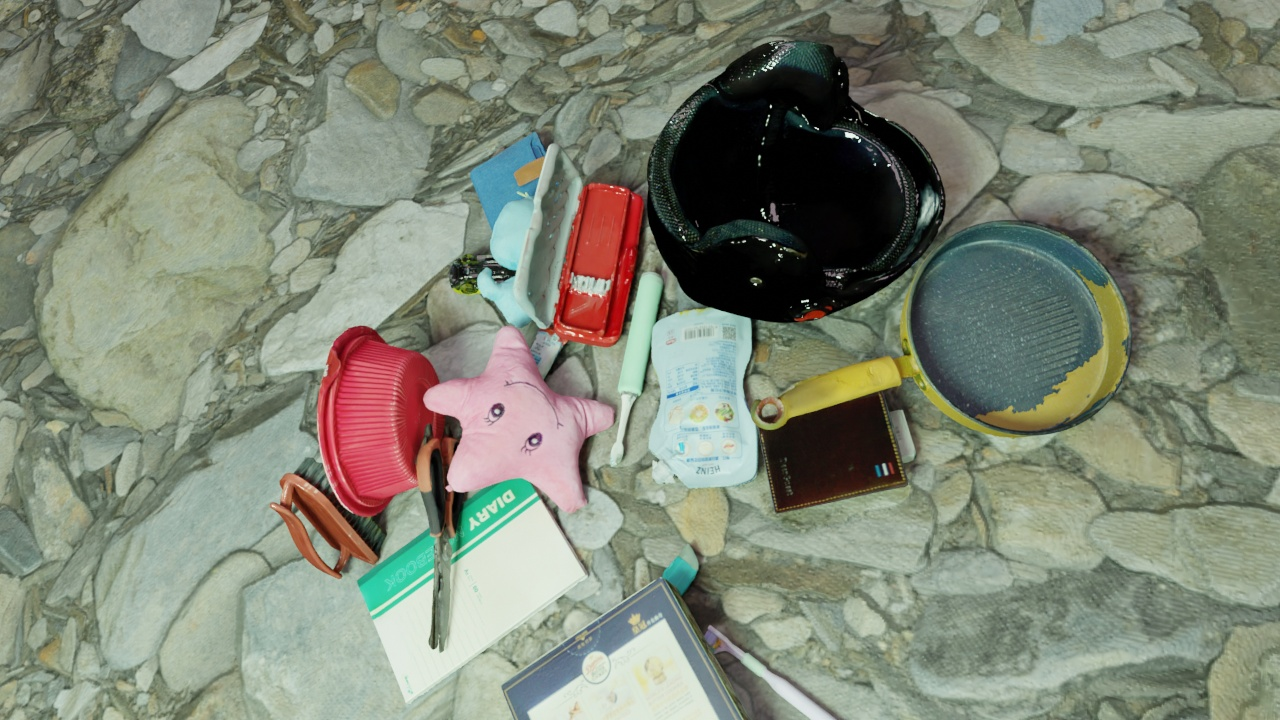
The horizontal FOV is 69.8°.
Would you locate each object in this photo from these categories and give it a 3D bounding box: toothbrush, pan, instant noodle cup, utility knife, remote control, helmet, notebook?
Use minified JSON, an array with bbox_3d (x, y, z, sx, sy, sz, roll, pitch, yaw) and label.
[{"bbox_3d":[-0.006,0.006,0.966,0.026,0.027,0.224,14,64,-7],"label":"toothbrush"},{"bbox_3d":[0.258,-0.005,0.798,0.357,0.078,0.197,-20,76,-5],"label":"pan"},{"bbox_3d":[-0.249,0.059,0.922,0.066,0.194,0.193,-3,61,11],"label":"instant noodle cup"},{"bbox_3d":[0.130,0.286,0.771,0.189,0.029,0.021,30,37,29],"label":"toothbrush"},{"bbox_3d":[-0.001,0.247,0.840,0.029,0.013,0.179,32,80,32],"label":"utility knife"},{"bbox_3d":[0.190,0.083,0.859,0.125,0.024,0.049,-15,59,10],"label":"remote control"},{"bbox_3d":[0.138,-0.149,0.887,0.274,0.230,0.233,12,72,-3],"label":"helmet"},{"bbox_3d":[-0.173,0.217,0.916,0.209,0.012,0.150,-36,56,-3],"label":"notebook"}]

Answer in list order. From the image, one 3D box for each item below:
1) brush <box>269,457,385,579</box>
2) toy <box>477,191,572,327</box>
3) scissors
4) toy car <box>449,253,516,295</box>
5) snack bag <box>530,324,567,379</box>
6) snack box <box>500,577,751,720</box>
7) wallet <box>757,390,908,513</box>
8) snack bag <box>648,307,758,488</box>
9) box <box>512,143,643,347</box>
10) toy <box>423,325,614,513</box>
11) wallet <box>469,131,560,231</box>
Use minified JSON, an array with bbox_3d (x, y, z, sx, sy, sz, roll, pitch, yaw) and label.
[{"bbox_3d":[-0.317,0.160,0.915,0.063,0.146,0.069,14,54,25],"label":"brush"},{"bbox_3d":[-0.123,-0.120,1.038,0.161,0.050,0.156,-19,87,-38],"label":"toy"},{"bbox_3d":[-0.199,0.168,0.896,0.015,0.192,0.206,-8,30,13],"label":"scissors"},{"bbox_3d":[-0.171,-0.099,1.077,0.105,0.032,0.048,-5,62,3],"label":"toy car"},{"bbox_3d":[-0.111,0.002,1.003,0.048,0.026,0.104,14,68,31],"label":"snack bag"},{"bbox_3d":[-0.006,0.310,0.776,0.178,0.046,0.182,-35,58,6],"label":"snack box"},{"bbox_3d":[0.173,0.084,0.839,0.122,0.020,0.096,-14,59,14],"label":"wallet"},{"bbox_3d":[0.062,0.038,0.920,0.110,0.039,0.190,-4,63,10],"label":"snack bag"},{"bbox_3d":[-0.071,-0.122,1.006,0.074,0.154,0.200,-22,50,49],"label":"box"},{"bbox_3d":[-0.123,0.075,0.922,0.194,0.075,0.178,42,65,3],"label":"toy"},{"bbox_3d":[-0.148,-0.209,1.127,0.106,0.040,0.133,-29,58,7],"label":"wallet"}]
